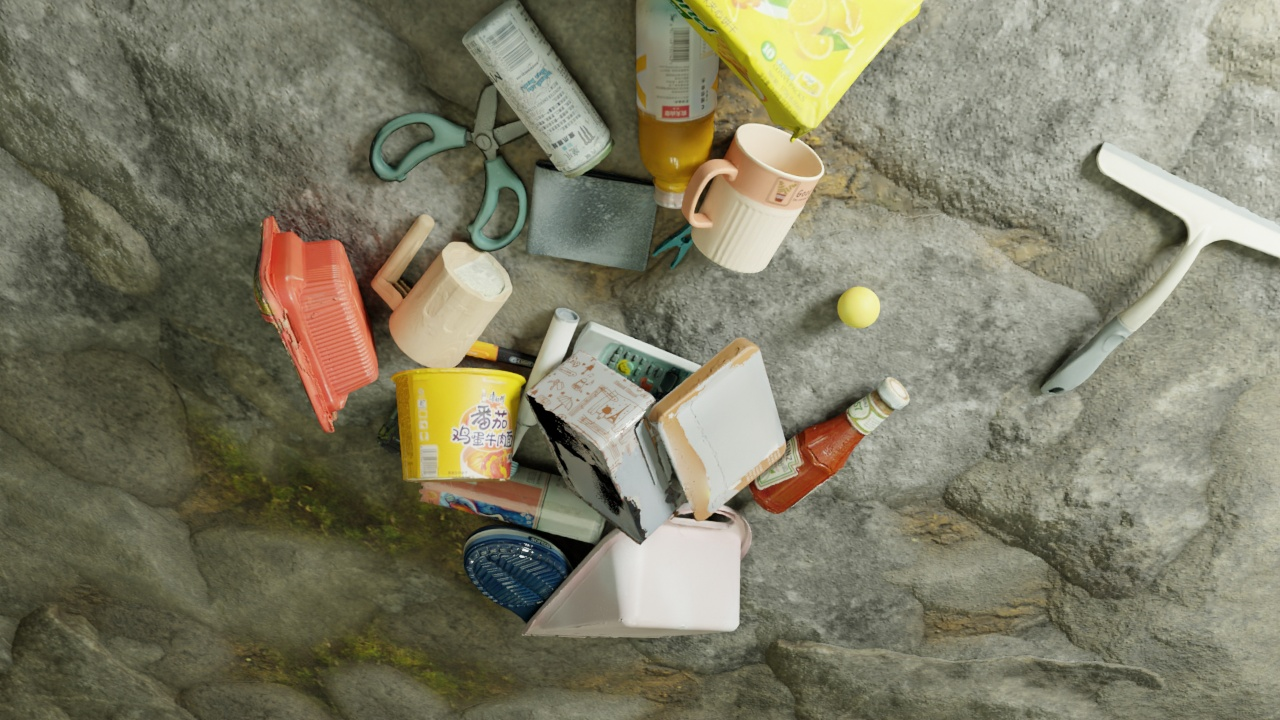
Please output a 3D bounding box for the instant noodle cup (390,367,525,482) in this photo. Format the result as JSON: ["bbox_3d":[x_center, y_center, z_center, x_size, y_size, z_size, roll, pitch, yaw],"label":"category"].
[{"bbox_3d":[-0.188,0.071,0.950,0.138,0.109,0.138,-1,171,0],"label":"instant noodle cup"}]

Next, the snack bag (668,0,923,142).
[{"bbox_3d":[0.089,-0.295,0.671,0.246,0.068,0.158,43,83,-22],"label":"snack bag"}]

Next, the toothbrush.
[{"bbox_3d":[-0.115,0.042,0.989,0.026,0.026,0.221,15,119,-17],"label":"toothbrush"}]

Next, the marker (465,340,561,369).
[{"bbox_3d":[-0.142,-0.003,0.987,0.124,0.015,0.018,14,129,-6],"label":"marker"}]

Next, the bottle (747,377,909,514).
[{"bbox_3d":[0.201,0.091,0.988,0.059,0.059,0.207,34,123,-17],"label":"bottle"}]

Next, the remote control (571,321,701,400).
[{"bbox_3d":[-0.006,0.006,0.973,0.135,0.019,0.056,22,127,-10],"label":"remote control"}]

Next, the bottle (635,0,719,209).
[{"bbox_3d":[0.030,-0.220,0.769,0.068,0.067,0.190,3,127,5],"label":"bottle"}]

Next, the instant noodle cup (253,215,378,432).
[{"bbox_3d":[-0.314,-0.040,0.906,0.079,0.164,0.189,-16,127,-11],"label":"instant noodle cup"}]

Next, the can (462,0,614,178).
[{"bbox_3d":[-0.085,-0.230,0.783,0.058,0.058,0.147,-25,120,23],"label":"can"}]

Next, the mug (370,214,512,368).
[{"bbox_3d":[-0.201,-0.069,0.914,0.124,0.084,0.104,48,120,5],"label":"mug"}]

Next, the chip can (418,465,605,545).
[{"bbox_3d":[-0.145,0.156,1.072,0.214,0.071,0.071,15,127,-3],"label":"chip can"}]

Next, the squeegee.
[{"bbox_3d":[0.462,-0.046,0.864,0.246,0.039,0.247,22,126,-9],"label":"squeegee"}]

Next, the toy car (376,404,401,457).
[{"bbox_3d":[-0.258,0.064,1.042,0.048,0.032,0.105,31,113,-15],"label":"toy car"}]

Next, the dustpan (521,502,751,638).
[{"bbox_3d":[0.012,0.264,1.126,0.222,0.138,0.274,13,157,-34],"label":"dustpan"}]

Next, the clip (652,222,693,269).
[{"bbox_3d":[0.037,-0.113,0.883,0.039,0.013,0.056,34,123,-18],"label":"clip"}]

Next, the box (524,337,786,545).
[{"bbox_3d":[0.012,0.063,0.957,0.207,0.158,0.181,-37,135,-15],"label":"box"}]

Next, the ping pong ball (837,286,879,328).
[{"bbox_3d":[0.211,-0.051,0.890,0.040,0.040,0.040,3,127,4],"label":"ping pong ball"}]

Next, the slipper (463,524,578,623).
[{"bbox_3d":[-0.131,0.260,1.141,0.105,0.095,0.253,-23,139,5],"label":"slipper"}]

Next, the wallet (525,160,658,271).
[{"bbox_3d":[-0.046,-0.135,0.875,0.121,0.019,0.097,10,129,-2],"label":"wallet"}]

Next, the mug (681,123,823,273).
[{"bbox_3d":[0.088,-0.140,0.802,0.114,0.081,0.106,-5,138,-34],"label":"mug"}]

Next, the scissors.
[{"bbox_3d":[-0.177,-0.183,0.855,0.181,0.019,0.171,12,129,-1],"label":"scissors"}]
